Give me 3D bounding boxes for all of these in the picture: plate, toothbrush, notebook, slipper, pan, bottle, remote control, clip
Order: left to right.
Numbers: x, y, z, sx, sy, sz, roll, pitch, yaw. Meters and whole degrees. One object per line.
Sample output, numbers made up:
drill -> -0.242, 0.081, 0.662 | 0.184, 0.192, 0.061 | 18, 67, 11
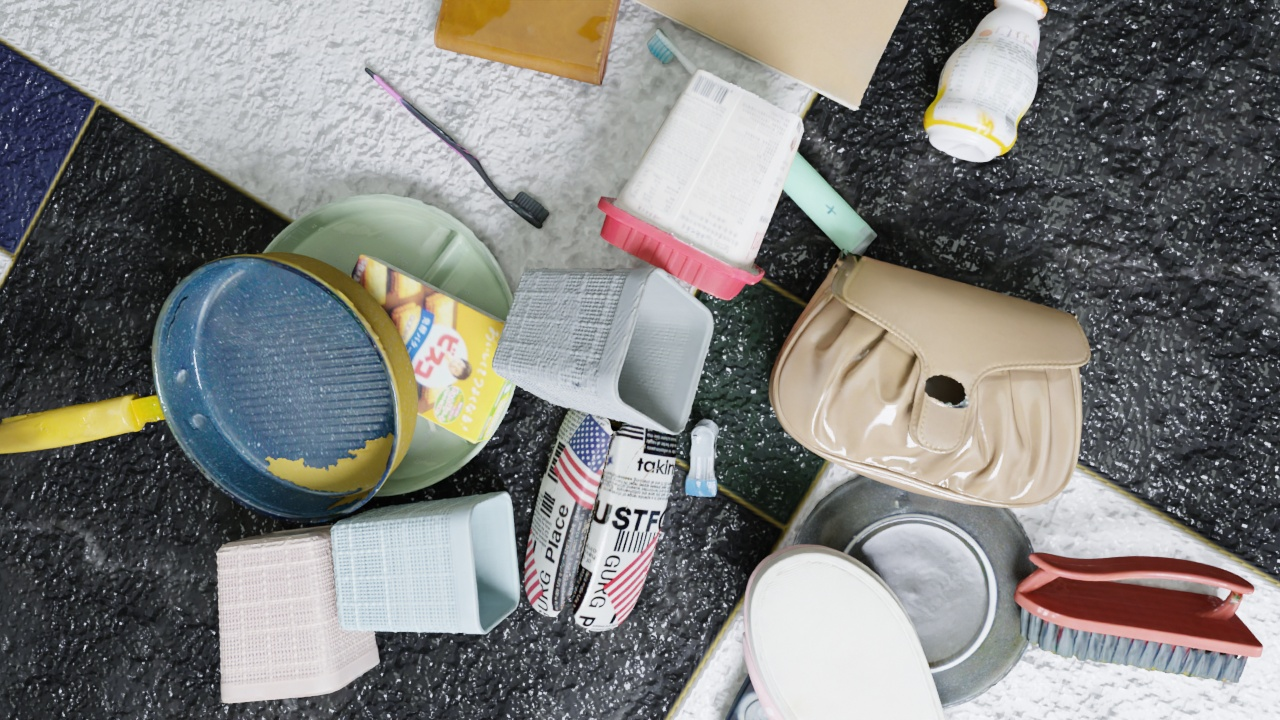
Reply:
pan -> -0.331, 0.033, 0.661 | 0.358, 0.078, 0.198 | -7, 106, 19
plate -> -0.201, -0.011, 0.705 | 0.230, 0.027, 0.230 | 0, 90, 7
toothbrush -> -0.142, -0.167, 0.704 | 0.189, 0.014, 0.017 | 42, 85, 6
clip -> 0.046, 0.072, 0.680 | 0.024, 0.028, 0.057 | 3, 99, 10
toothbrush -> 0.086, -0.161, 0.666 | 0.224, 0.026, 0.027 | 48, 119, 5
notebook -> 0.094, -0.294, 0.657 | 0.211, 0.012, 0.149 | 25, 93, -2
remote control -> 0.100, 0.239, 0.663 | 0.053, 0.024, 0.136 | 26, 104, -2
slipper -> 0.152, 0.246, 0.622 | 0.114, 0.054, 0.274 | -27, 96, -1
plate -> 0.194, 0.165, 0.655 | 0.179, 0.024, 0.179 | 0, 90, 8
bottle -> 0.239, -0.194, 0.627 | 0.063, 0.063, 0.108 | 22, 94, 7

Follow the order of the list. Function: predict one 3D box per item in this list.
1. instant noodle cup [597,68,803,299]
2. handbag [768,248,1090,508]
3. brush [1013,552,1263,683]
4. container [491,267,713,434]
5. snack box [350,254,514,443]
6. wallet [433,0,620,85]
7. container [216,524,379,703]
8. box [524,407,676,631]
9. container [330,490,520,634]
instant noodle cup -> 0.048, -0.119, 0.620 | 0.116, 0.116, 0.124 | 28, 103, 7
handbag -> 0.194, 0.015, 0.616 | 0.204, 0.100, 0.147 | 16, 89, 4
brush -> 0.327, 0.164, 0.615 | 0.146, 0.063, 0.069 | 7, 107, 7
container -> -0.028, -0.010, 0.617 | 0.114, 0.090, 0.090 | 7, 73, 35
snack box -> -0.157, -0.009, 0.669 | 0.140, 0.033, 0.087 | 26, 94, 5
wallet -> -0.078, -0.278, 0.683 | 0.131, 0.035, 0.119 | 14, 90, 4
container -> -0.257, 0.184, 0.684 | 0.090, 0.090, 0.111 | -8, 86, 7
box -> -0.034, 0.111, 0.680 | 0.086, 0.075, 0.162 | 19, 97, 40
container -> -0.157, 0.148, 0.670 | 0.111, 0.090, 0.090 | -5, 89, 10
